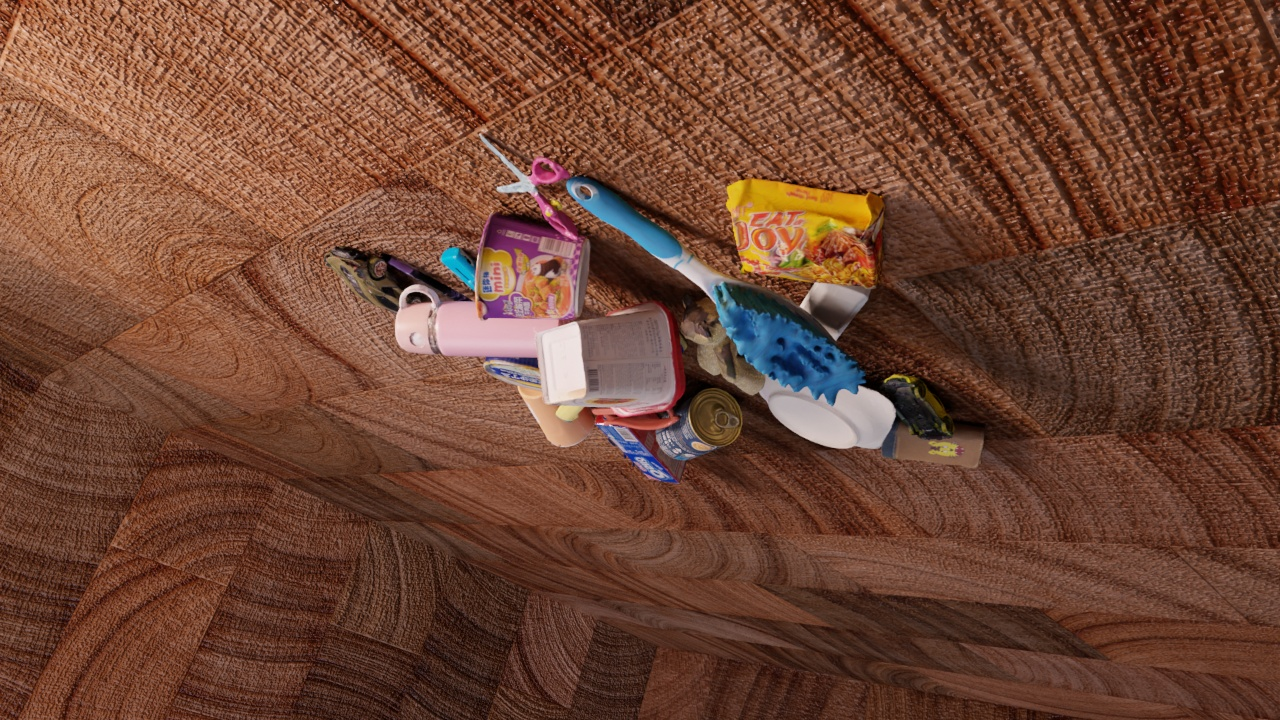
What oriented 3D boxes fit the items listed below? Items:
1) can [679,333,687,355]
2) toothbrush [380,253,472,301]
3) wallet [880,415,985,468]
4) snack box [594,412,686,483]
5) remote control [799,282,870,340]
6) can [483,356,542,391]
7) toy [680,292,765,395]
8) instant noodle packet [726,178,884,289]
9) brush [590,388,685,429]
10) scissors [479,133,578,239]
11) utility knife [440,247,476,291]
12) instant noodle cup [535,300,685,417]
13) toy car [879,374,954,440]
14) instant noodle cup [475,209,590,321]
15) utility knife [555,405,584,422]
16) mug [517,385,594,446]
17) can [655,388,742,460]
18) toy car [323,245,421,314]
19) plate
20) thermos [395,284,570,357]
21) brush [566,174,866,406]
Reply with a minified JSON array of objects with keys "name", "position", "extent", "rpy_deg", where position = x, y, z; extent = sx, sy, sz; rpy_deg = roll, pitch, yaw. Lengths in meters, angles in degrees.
[{"name":"can","position":[-0.006,0.006,1.067],"extent":[0.102,0.083,0.057],"rpy_deg":[5,154,28]},{"name":"toothbrush","position":[-0.227,-0.081,1.102],"extent":[0.189,0.014,0.017],"rpy_deg":[30,158,-9]},{"name":"wallet","position":[0.344,0.096,1.083],"extent":[0.115,0.033,0.090],"rpy_deg":[5,153,19]},{"name":"snack box","position":[0.006,0.115,1.336],"extent":[0.057,0.058,0.207],"rpy_deg":[5,153,28]},{"name":"remote control","position":[0.180,-0.046,0.891],"extent":[0.049,0.024,0.125],"rpy_deg":[19,158,1]},{"name":"can","position":[-0.131,0.005,1.199],"extent":[0.148,0.049,0.075],"rpy_deg":[12,157,14]},{"name":"toy","position":[0.091,-0.013,0.988],"extent":[0.157,0.066,0.105],"rpy_deg":[47,-172,-49]},{"name":"instant noodle packet","position":[0.138,-0.103,0.771],"extent":[0.128,0.044,0.111],"rpy_deg":[10,152,19]},{"name":"brush","position":[-0.011,0.056,1.188],"extent":[0.146,0.063,0.069],"rpy_deg":[-7,110,47]},{"name":"scissors","position":[-0.096,-0.157,0.832],"extent":[0.133,0.017,0.134],"rpy_deg":[44,160,-25]},{"name":"utility knife","position":[-0.177,-0.079,1.087],"extent":[0.034,0.018,0.182],"rpy_deg":[4,155,29]},{"name":"instant noodle cup","position":[-0.034,0.001,0.949],"extent":[0.124,0.116,0.117],"rpy_deg":[-3,174,-41]},{"name":"toy car","position":[0.305,0.048,1.003],"extent":[0.105,0.032,0.048],"rpy_deg":[44,148,-26]},{"name":"instant noodle cup","position":[-0.104,-0.087,0.912],"extent":[0.099,0.111,0.112],"rpy_deg":[8,157,0]},{"name":"utility knife","position":[-0.080,0.054,1.182],"extent":[0.031,0.019,0.184],"rpy_deg":[18,161,-12]},{"name":"mug","position":[-0.122,0.059,1.290],"extent":[0.078,0.078,0.123],"rpy_deg":[6,150,26]},{"name":"can","position":[0.074,0.085,1.197],"extent":[0.075,0.075,0.111],"rpy_deg":[24,156,-15]},{"name":"toy car","position":[-0.323,-0.090,1.126],"extent":[0.070,0.042,0.158],"rpy_deg":[19,163,29]},{"name":"plate","position":[0.204,0.058,1.055],"extent":[0.164,0.034,0.164],"rpy_deg":[24,159,16]},{"name":"thermos","position":[-0.185,-0.046,1.069],"extent":[0.199,0.067,0.087],"rpy_deg":[3,119,8]},{"name":"brush","position":[0.068,-0.065,0.835],"extent":[0.314,0.109,0.061],"rpy_deg":[29,113,-21]}]
